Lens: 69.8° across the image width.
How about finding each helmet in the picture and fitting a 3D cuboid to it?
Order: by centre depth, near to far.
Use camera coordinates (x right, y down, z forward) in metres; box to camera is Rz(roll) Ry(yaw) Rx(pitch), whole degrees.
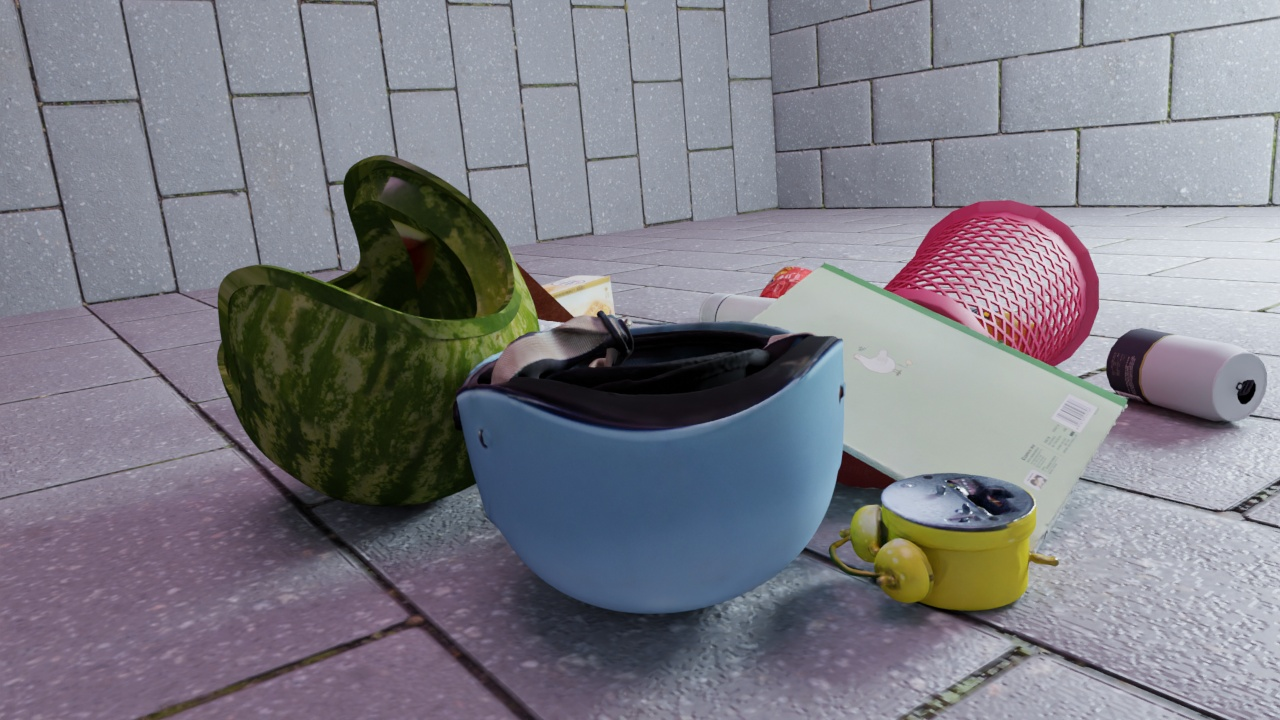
[{"bbox_3d":[0.003,0.051,0.548,0.225,0.167,0.265,-4,15,-6],"label":"helmet"},{"bbox_3d":[-0.196,-0.001,0.709,0.243,0.248,0.212,31,42,-7],"label":"helmet"}]

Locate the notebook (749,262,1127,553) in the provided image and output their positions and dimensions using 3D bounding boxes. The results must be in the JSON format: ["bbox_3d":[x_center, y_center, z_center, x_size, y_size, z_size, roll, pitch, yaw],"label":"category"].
[{"bbox_3d":[0.194,0.017,0.657,0.253,0.010,0.181,30,48,27],"label":"notebook"}]

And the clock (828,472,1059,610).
[{"bbox_3d":[0.166,0.101,0.517,0.118,0.057,0.083,-6,13,-5],"label":"clock"}]

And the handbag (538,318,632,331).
[{"bbox_3d":[-0.094,0.019,0.850,0.172,0.113,0.123,6,26,21],"label":"handbag"}]

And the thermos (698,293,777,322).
[{"bbox_3d":[0.169,-0.045,1.154,0.067,0.068,0.230,-14,15,-36],"label":"thermos"}]

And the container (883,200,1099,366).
[{"bbox_3d":[0.291,-0.030,0.838,0.183,0.183,0.225,5,24,39],"label":"container"}]

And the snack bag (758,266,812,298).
[{"bbox_3d":[0.218,-0.092,1.323,0.082,0.082,0.176,-1,14,15],"label":"snack bag"}]

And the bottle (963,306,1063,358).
[{"bbox_3d":[0.387,-0.032,1.036,0.053,0.053,0.186,-12,14,-30],"label":"bottle"}]

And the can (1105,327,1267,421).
[{"bbox_3d":[0.466,0.012,0.783,0.064,0.064,0.127,-9,13,-16],"label":"can"}]

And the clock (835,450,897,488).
[{"bbox_3d":[0.187,0.040,0.701,0.158,0.081,0.117,-5,41,-9],"label":"clock"}]

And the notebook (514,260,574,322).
[{"bbox_3d":[-0.180,-0.035,1.018,0.167,0.024,0.225,-36,44,-10],"label":"notebook"}]

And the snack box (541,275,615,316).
[{"bbox_3d":[-0.106,-0.041,1.153,0.058,0.104,0.207,1,14,29],"label":"snack box"}]

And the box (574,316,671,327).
[{"bbox_3d":[0.001,0.003,0.969,0.109,0.107,0.217,6,4,-39],"label":"box"}]
